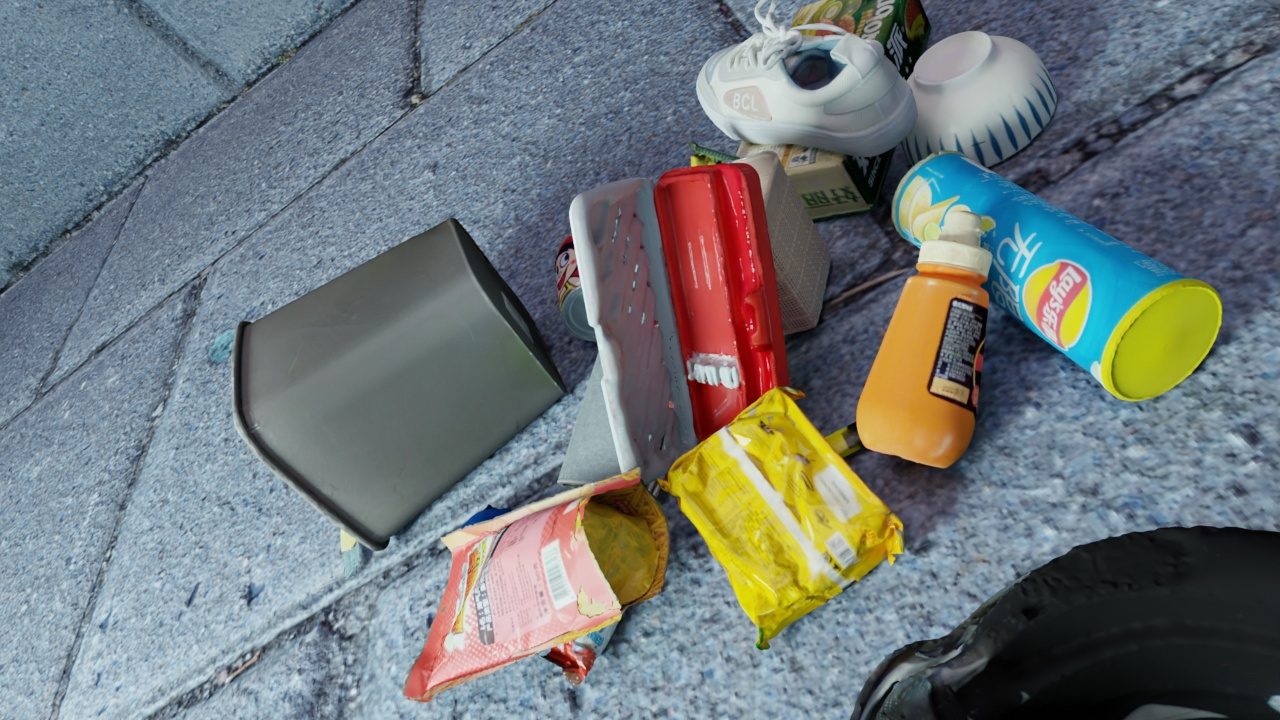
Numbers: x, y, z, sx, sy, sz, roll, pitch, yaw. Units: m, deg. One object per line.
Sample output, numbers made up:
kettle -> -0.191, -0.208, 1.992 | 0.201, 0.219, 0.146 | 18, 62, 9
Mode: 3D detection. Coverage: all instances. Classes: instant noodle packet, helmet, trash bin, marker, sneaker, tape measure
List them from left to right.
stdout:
trash bin -> -0.204, 0.011, 0.809 | 0.220, 0.199, 0.199 | -33, 39, 1
tape measure -> -0.120, 0.144, 0.725 | 0.055, 0.025, 0.058 | -2, 51, 43
sneaker -> 0.107, -0.227, 0.720 | 0.089, 0.091, 0.242 | -47, 37, -5
instant noodle packet -> 0.083, 0.091, 0.551 | 0.111, 0.044, 0.128 | -39, 57, 8
marker -> 0.148, 0.044, 0.586 | 0.124, 0.015, 0.018 | -30, 39, 13
helmet -> 0.170, 0.204, 0.290 | 0.273, 0.157, 0.230 | -46, 33, -21

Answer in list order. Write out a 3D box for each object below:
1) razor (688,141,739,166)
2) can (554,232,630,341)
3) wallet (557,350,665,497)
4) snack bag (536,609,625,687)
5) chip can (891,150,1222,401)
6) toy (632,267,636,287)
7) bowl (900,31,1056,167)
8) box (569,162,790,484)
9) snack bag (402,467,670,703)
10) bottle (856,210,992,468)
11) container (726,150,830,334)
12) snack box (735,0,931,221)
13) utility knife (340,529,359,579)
razor -> 0.048, -0.108, 0.739 | 0.028, 0.043, 0.132 | -7, 74, 64
can -> -0.043, -0.071, 0.829 | 0.067, 0.066, 0.093 | -31, 38, 16
wallet -> -0.004, 0.041, 0.706 | 0.107, 0.037, 0.129 | -1, 64, 43
snack bag -> -0.026, 0.165, 0.616 | 0.045, 0.026, 0.105 | 4, 54, 51
chip can -> 0.238, -0.060, 0.557 | 0.071, 0.071, 0.210 | -39, 36, 5
toy -> 0.043, -0.088, 0.768 | 0.092, 0.030, 0.096 | 30, 99, 18
bowl -> 0.246, -0.204, 0.695 | 0.117, 0.066, 0.116 | -24, 41, 23
box -> 0.030, -0.019, 0.591 | 0.094, 0.201, 0.100 | 4, 22, 43
snack bag -> -0.080, 0.148, 0.617 | 0.208, 0.073, 0.128 | -29, 39, 35
bottle -> 0.173, -0.015, 0.538 | 0.067, 0.066, 0.149 | 14, 90, 49
container -> 0.082, -0.078, 0.684 | 0.090, 0.111, 0.089 | -11, 47, 36
snack box -> 0.166, -0.225, 0.793 | 0.115, 0.063, 0.239 | -5, 51, 40
utility knife -> -0.280, 0.139, 0.880 | 0.031, 0.019, 0.182 | -41, 30, 10
